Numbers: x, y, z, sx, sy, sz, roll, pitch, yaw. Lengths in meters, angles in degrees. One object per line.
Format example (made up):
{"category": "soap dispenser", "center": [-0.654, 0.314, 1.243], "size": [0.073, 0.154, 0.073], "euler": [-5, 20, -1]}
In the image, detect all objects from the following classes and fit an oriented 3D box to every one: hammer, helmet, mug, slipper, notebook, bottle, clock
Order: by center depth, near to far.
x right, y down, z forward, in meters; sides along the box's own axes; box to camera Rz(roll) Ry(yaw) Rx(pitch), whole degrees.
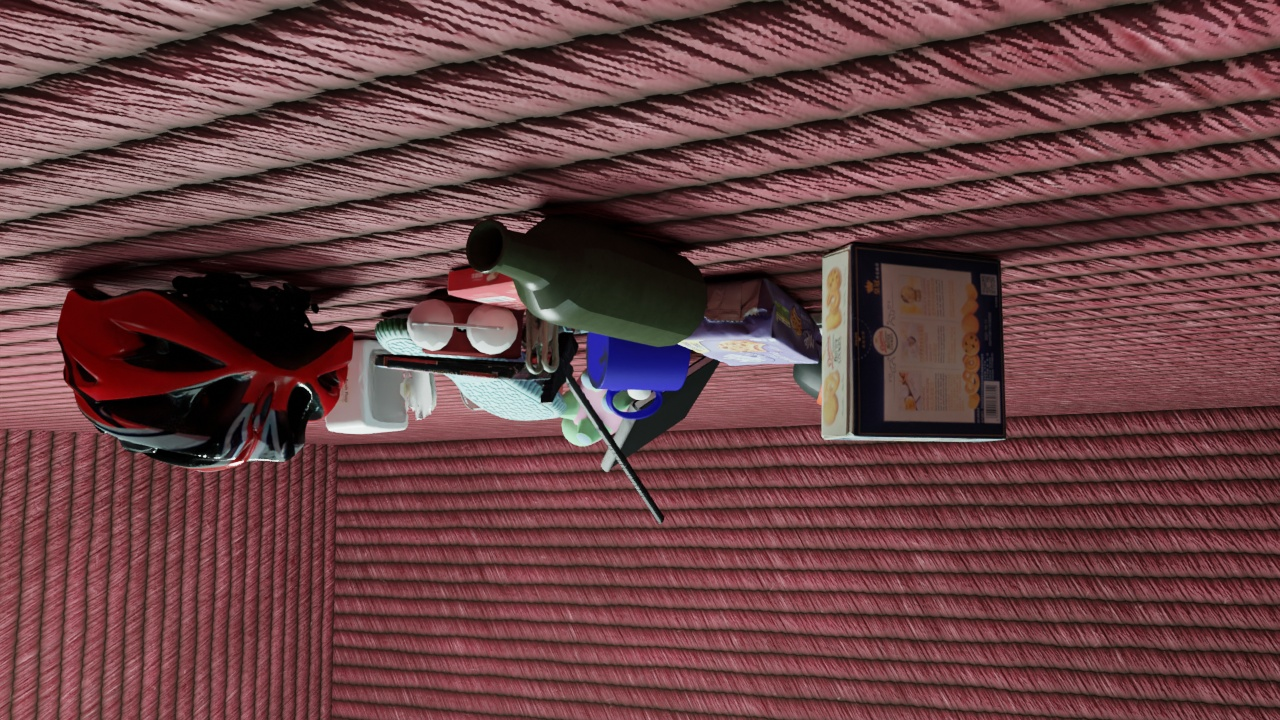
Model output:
{"category": "bottle", "center": [-0.033, -0.055, 0.610], "size": [0.072, 0.071, 0.206], "euler": [-6, 171, 32]}
{"category": "helmet", "center": [-0.374, 0.006, 0.786], "size": [0.272, 0.167, 0.217], "euler": [9, 178, 44]}
{"category": "clock", "center": [-0.154, -0.028, 0.828], "size": [0.096, 0.048, 0.137], "euler": [4, 180, 3]}
{"category": "mug", "center": [-0.005, 0.005, 0.918], "size": [0.083, 0.111, 0.079], "euler": [2, -164, -19]}
{"category": "slipper", "center": [-0.173, -0.001, 1.005], "size": [0.116, 0.069, 0.276], "euler": [-1, 157, 33]}
{"category": "hammer", "center": [-0.035, 0.109, 1.110], "size": [0.015, 0.094, 0.325], "euler": [-6, 136, 25]}
{"category": "notebook", "center": [0.026, 0.067, 1.203], "size": [0.148, 0.016, 0.207], "euler": [-32, 164, -26]}

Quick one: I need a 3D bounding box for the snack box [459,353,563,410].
{"category": "snack box", "center": [-0.171, 0.029, 1.216], "size": [0.121, 0.072, 0.072], "euler": [-3, 172, 23]}

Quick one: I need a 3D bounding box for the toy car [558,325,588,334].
{"category": "toy car", "center": [-0.044, -0.046, 0.815], "size": [0.060, 0.027, 0.108], "euler": [-21, -170, -18]}

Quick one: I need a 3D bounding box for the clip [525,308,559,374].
{"category": "clip", "center": [-0.086, -0.026, 0.801], "size": [0.047, 0.076, 0.023], "euler": [-7, 170, 33]}

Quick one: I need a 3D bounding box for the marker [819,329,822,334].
{"category": "marker", "center": [0.193, -0.036, 0.969], "size": [0.146, 0.019, 0.019], "euler": [-5, 172, 26]}

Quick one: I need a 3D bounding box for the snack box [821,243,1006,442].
{"category": "snack box", "center": [0.210, -0.010, 0.704], "size": [0.145, 0.144, 0.043], "euler": [3, 174, -21]}

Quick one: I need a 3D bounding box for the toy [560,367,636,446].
{"category": "toy", "center": [-0.031, 0.040, 1.214], "size": [0.170, 0.120, 0.223], "euler": [-32, 168, -47]}

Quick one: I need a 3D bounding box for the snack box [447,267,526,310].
{"category": "snack box", "center": [-0.075, -0.063, 0.731], "size": [0.133, 0.021, 0.089], "euler": [-6, 171, 32]}

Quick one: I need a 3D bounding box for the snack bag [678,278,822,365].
{"category": "snack bag", "center": [0.103, -0.032, 0.845], "size": [0.096, 0.058, 0.205], "euler": [-2, 173, 22]}

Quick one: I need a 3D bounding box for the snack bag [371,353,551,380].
{"category": "snack bag", "center": [-0.165, 0.005, 0.860], "size": [0.155, 0.018, 0.074], "euler": [5, -178, 25]}

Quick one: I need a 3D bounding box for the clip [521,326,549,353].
{"category": "clip", "center": [-0.120, -0.024, 1.008], "size": [0.047, 0.025, 0.062], "euler": [2, 170, -13]}

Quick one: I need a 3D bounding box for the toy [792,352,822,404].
{"category": "toy", "center": [0.220, 0.006, 1.034], "size": [0.119, 0.100, 0.097], "euler": [21, -137, 16]}

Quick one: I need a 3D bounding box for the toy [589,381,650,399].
{"category": "toy", "center": [-0.011, 0.002, 1.018], "size": [0.076, 0.037, 0.126], "euler": [9, 149, -10]}

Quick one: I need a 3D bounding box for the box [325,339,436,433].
{"category": "box", "center": [-0.285, 0.029, 1.069], "size": [0.130, 0.110, 0.103], "euler": [-3, 173, 21]}

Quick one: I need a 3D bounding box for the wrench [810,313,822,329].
{"category": "wrench", "center": [0.079, -0.031, 0.993], "size": [0.274, 0.018, 0.083], "euler": [-6, 167, 33]}
